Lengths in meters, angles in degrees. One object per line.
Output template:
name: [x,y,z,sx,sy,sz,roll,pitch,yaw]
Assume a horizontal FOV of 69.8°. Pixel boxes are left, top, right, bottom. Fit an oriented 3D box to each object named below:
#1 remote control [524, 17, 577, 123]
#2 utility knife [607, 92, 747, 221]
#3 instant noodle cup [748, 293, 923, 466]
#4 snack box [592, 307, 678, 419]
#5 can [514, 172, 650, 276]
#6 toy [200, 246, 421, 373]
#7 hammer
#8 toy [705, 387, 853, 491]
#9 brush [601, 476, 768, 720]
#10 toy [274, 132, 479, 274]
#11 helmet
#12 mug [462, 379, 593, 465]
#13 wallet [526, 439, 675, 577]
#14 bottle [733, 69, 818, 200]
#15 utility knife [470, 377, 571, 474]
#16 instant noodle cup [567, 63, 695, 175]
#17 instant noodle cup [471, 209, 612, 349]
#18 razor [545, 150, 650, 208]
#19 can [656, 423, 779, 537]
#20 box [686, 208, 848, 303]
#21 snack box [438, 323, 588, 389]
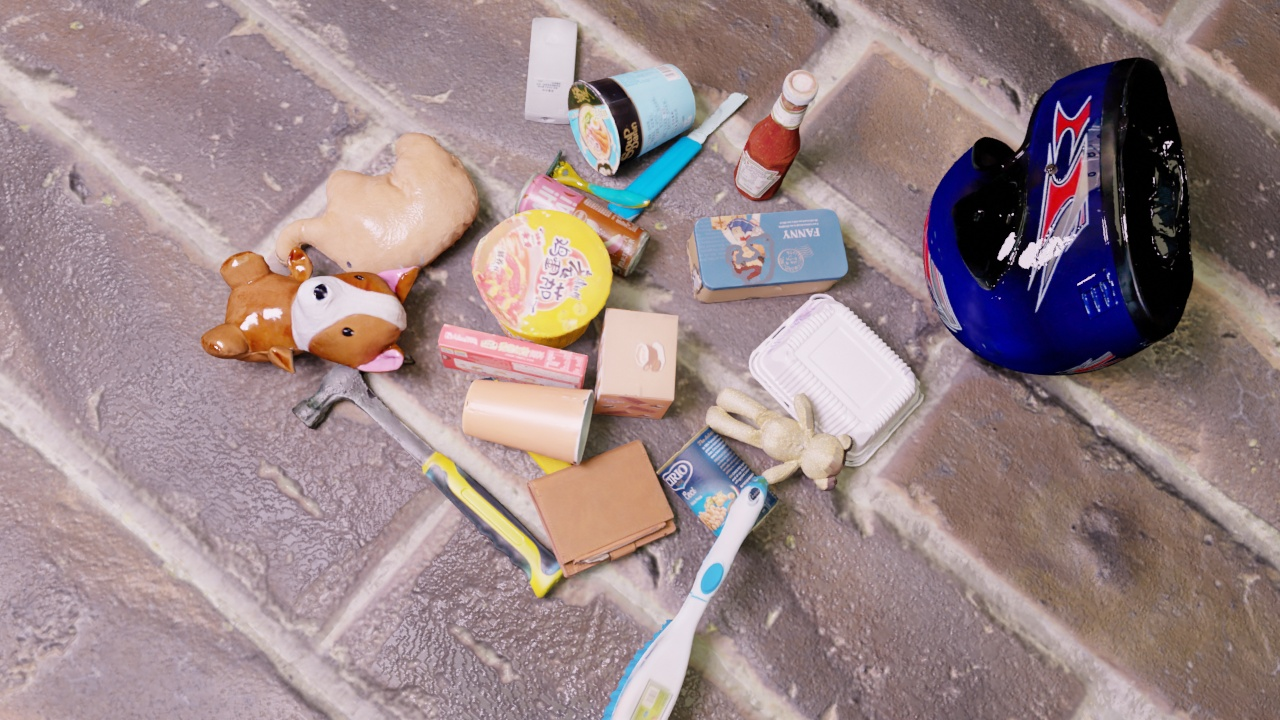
remote control: [-0.106,-0.347,1.097,0.056,0.019,0.135,3,74,-5]
utility knife: [0.047,-0.243,1.084,0.034,0.018,0.236,42,75,8]
instant noodle cup: [0.222,0.015,1.012,0.137,0.060,0.173,-42,81,-15]
snack box: [-0.006,0.006,0.970,0.077,0.094,0.092,6,73,-5]
can: [-0.065,-0.152,1.027,0.147,0.058,0.057,29,73,2]
toy: [-0.328,-0.050,0.927,0.199,0.131,0.140,6,73,-1]
hammer: [-0.202,0.115,0.951,0.323,0.032,0.126,42,75,6]
toy: [0.146,0.081,0.983,0.157,0.066,0.105,25,86,11]
brush: [0.043,0.259,0.897,0.060,0.109,0.314,28,74,4]
toy: [-0.285,-0.150,0.996,0.225,0.082,0.143,-32,77,-10]
helmet: [0.428,-0.141,0.979,0.247,0.241,0.315,12,78,-43]
mug: [-0.115,0.058,0.939,0.123,0.078,0.078,10,73,4]
wallet: [-0.038,0.152,0.949,0.131,0.031,0.107,-20,75,-22]
bottle: [0.148,-0.243,0.998,0.060,0.206,0.059,2,73,-6]
utility knife: [-0.123,0.079,0.978,0.033,0.015,0.164,-41,83,-9]
instant noodle cup: [-0.005,-0.283,1.053,0.120,0.111,0.111,-27,79,-22]
instant noodle cup: [-0.102,-0.076,0.974,0.138,0.110,0.138,2,75,-6]
razor: [-0.048,-0.198,1.047,0.132,0.028,0.043,23,67,16]
can: [0.082,0.132,0.954,0.075,0.075,0.111,-42,83,-15]
box: [0.147,-0.118,1.040,0.184,0.061,0.089,-8,76,-7]
snack box: [-0.133,0.001,0.967,0.153,0.075,0.025,12,72,-2]
